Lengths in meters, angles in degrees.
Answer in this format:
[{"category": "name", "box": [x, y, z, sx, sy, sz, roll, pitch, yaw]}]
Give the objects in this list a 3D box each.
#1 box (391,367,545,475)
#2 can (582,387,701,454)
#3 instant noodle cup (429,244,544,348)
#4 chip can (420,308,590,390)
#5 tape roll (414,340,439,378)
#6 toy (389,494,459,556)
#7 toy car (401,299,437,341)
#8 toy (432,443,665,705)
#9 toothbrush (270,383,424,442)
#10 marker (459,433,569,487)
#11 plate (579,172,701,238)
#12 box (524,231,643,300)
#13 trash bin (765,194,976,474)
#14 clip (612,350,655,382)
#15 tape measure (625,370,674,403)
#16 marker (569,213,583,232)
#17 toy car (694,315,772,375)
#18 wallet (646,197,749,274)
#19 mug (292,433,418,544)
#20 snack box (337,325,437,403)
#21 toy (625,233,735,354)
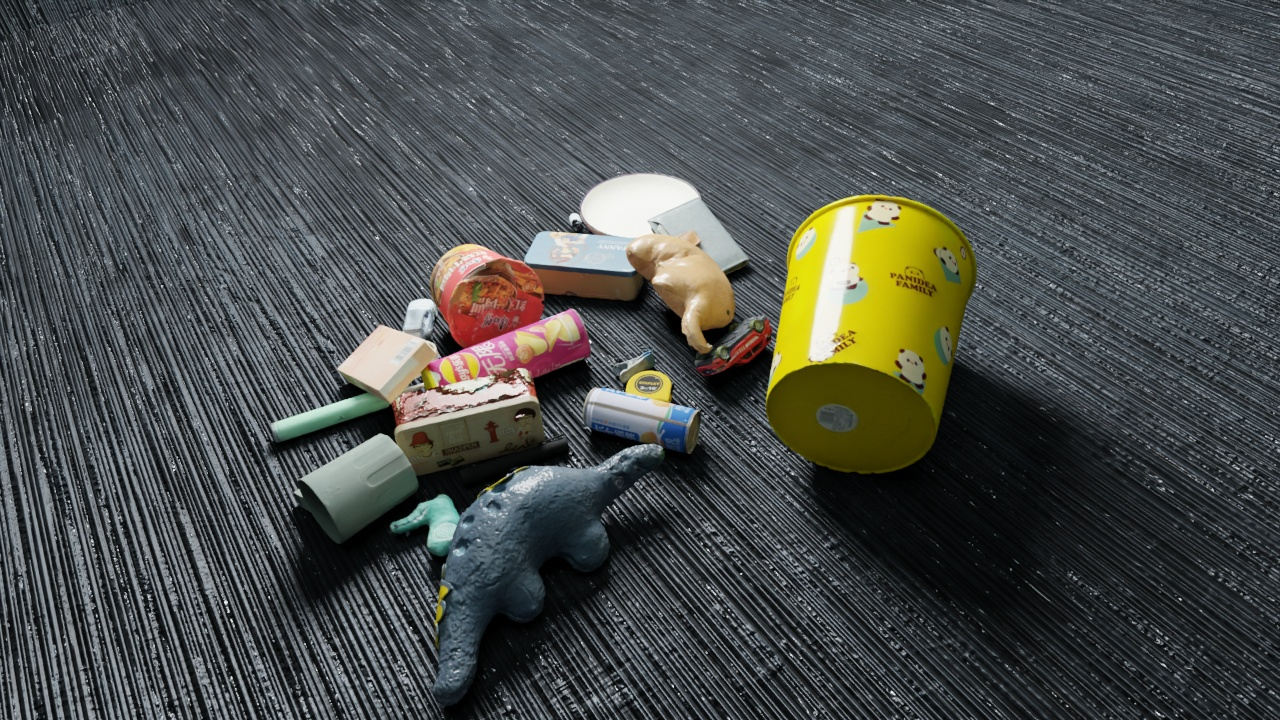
[{"category": "box", "box": [-0.204, 0.065, 1.089, 0.168, 0.091, 0.076, -13, 46, -10]}, {"category": "can", "box": [0.001, 0.070, 1.094, 0.135, 0.053, 0.053, 13, 44, 18]}, {"category": "instant noodle cup", "box": [-0.215, -0.088, 1.244, 0.137, 0.138, 0.108, -25, 37, -22]}, {"category": "chip can", "box": [-0.171, 0.000, 1.176, 0.210, 0.071, 0.071, -22, 44, -20]}, {"category": "tape roll", "box": [-0.309, 0.002, 1.214, 0.086, 0.014, 0.085, -12, 31, 7]}, {"category": "toy", "box": [-0.223, 0.182, 1.006, 0.096, 0.030, 0.092, -18, 39, -20]}, {"category": "toy car", "box": [-0.311, -0.056, 1.282, 0.043, 0.034, 0.090, -6, 40, 3]}, {"category": "toy", "box": [-0.114, 0.184, 0.950, 0.138, 0.092, 0.355, 34, 55, 20]}, {"category": "toothbrush", "box": [-0.353, 0.056, 1.162, 0.224, 0.027, 0.026, -19, 40, -15]}, {"category": "marker", "box": [-0.148, 0.117, 1.079, 0.132, 0.022, 0.020, -18, 7, -16]}, {"category": "plate", "box": [0.001, -0.232, 1.449, 0.192, 0.039, 0.192, -3, 42, 2]}, {"category": "box", "box": [-0.072, -0.137, 1.334, 0.184, 0.060, 0.089, 3, 42, 11]}, {"category": "trash bin", "box": [0.261, -0.023, 1.065, 0.230, 0.230, 0.254, 9, 49, 15]}, {"category": "clip", "box": [-0.006, 0.008, 1.190, 0.057, 0.025, 0.029, -23, 41, -14]}, {"category": "tape measure", "box": [0.011, 0.041, 1.146, 0.060, 0.029, 0.057, 3, 43, 9]}, {"category": "marker", "box": [-0.099, -0.214, 1.412, 0.018, 0.022, 0.130, -24, 17, 0]}, {"category": "toy car", "box": [0.122, -0.016, 1.182, 0.120, 0.045, 0.053, -34, 12, -31]}, {"category": "wallet", "box": [0.082, -0.175, 1.349, 0.106, 0.037, 0.129, -27, 69, -24]}, {"category": "mug", "box": [-0.325, 0.139, 1.036, 0.103, 0.084, 0.124, -34, 24, -31]}, {"category": "snack box", "box": [-0.323, 0.002, 1.161, 0.084, 0.026, 0.157, -50, 32, -18]}, {"category": "toy", "box": [0.068, -0.090, 1.217, 0.143, 0.083, 0.226, 5, 35, -31]}]
